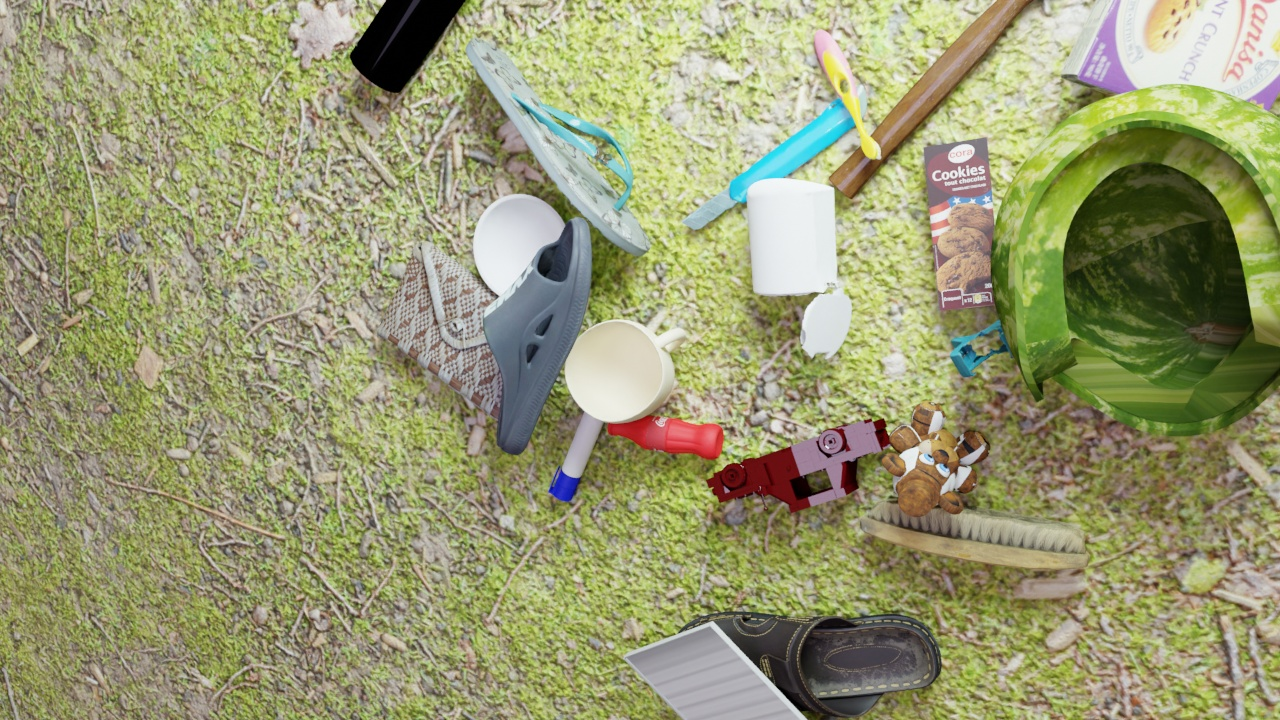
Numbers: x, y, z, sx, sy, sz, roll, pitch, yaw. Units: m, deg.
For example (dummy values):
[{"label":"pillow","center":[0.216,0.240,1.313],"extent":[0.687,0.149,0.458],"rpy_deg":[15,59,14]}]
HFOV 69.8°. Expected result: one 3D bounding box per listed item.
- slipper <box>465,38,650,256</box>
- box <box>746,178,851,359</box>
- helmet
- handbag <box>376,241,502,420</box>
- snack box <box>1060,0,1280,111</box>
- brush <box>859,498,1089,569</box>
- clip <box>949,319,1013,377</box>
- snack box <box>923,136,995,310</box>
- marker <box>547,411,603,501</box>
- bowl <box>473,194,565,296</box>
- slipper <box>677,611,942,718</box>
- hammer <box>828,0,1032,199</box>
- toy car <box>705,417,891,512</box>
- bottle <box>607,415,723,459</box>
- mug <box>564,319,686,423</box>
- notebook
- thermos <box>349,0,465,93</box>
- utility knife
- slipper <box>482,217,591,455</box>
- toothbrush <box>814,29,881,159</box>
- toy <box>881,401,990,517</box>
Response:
[{"label":"slipper","center":[-0.072,-0.215,0.876],"extent":[0.055,0.098,0.269],"rpy_deg":[-41,84,24]},{"label":"box","center":[0.142,-0.080,0.827],"extent":[0.092,0.083,0.166],"rpy_deg":[6,105,38]},{"label":"helmet","center":[0.370,-0.072,0.657],"extent":[0.214,0.246,0.243],"rpy_deg":[-11,76,33]},{"label":"handbag","center":[-0.193,-0.033,0.990],"extent":[0.186,0.046,0.124],"rpy_deg":[34,112,11]},{"label":"snack box","center":[0.418,-0.256,0.685],"extent":[0.148,0.040,0.144],"rpy_deg":[19,109,-2]},{"label":"brush","center":[0.299,0.155,0.831],"extent":[0.196,0.059,0.043],"rpy_deg":[6,92,22]},{"label":"clip","center":[0.277,-0.007,0.771],"extent":[0.114,0.127,0.028],"rpy_deg":[-33,88,14]},{"label":"snack box","center":[0.279,-0.117,0.794],"extent":[0.051,0.031,0.141],"rpy_deg":[-5,99,22]},{"label":"marker","center":[-0.063,0.088,0.976],"extent":[0.027,0.023,0.133],"rpy_deg":[23,109,1]},{"label":"bowl","center":[-0.113,-0.116,0.943],"extent":[0.110,0.040,0.110],"rpy_deg":[5,103,20]},{"label":"slipper","center":[0.157,0.300,0.907],"extent":[0.268,0.075,0.113],"rpy_deg":[-8,98,23]},{"label":"hammer","center":[0.281,-0.264,0.764],"extent":[0.115,0.033,0.324],"rpy_deg":[46,114,9]},{"label":"toy car","center":[0.154,0.107,0.870],"extent":[0.170,0.070,0.062],"rpy_deg":[-23,80,24]},{"label":"bottle","center":[0.023,0.075,0.933],"extent":[0.119,0.036,0.036],"rpy_deg":[7,103,20]},{"label":"mug","center":[-0.005,0.005,0.896],"extent":[0.120,0.099,0.096],"rpy_deg":[-33,82,9]},{"label":"notebook","center":[0.095,0.357,0.932],"extent":[0.210,0.009,0.143],"rpy_deg":[47,133,-7]},{"label":"thermos","center":[-0.201,-0.375,0.911],"extent":[0.061,0.061,0.232],"rpy_deg":[47,113,6]},{"label":"utility knife","center":[0.123,-0.182,0.850],"extent":[0.206,0.015,0.031],"rpy_deg":[-33,87,20]},{"label":"slipper","center":[-0.115,-0.026,0.880],"extent":[0.083,0.110,0.269],"rpy_deg":[13,124,-15]},{"label":"toothbrush","center":[0.181,-0.233,0.803],"extent":[0.021,0.016,0.135],"rpy_deg":[-31,69,36]},{"label":"toy","center":[0.256,0.094,0.809],"extent":[0.087,0.112,0.067],"rpy_deg":[35,123,11]}]
